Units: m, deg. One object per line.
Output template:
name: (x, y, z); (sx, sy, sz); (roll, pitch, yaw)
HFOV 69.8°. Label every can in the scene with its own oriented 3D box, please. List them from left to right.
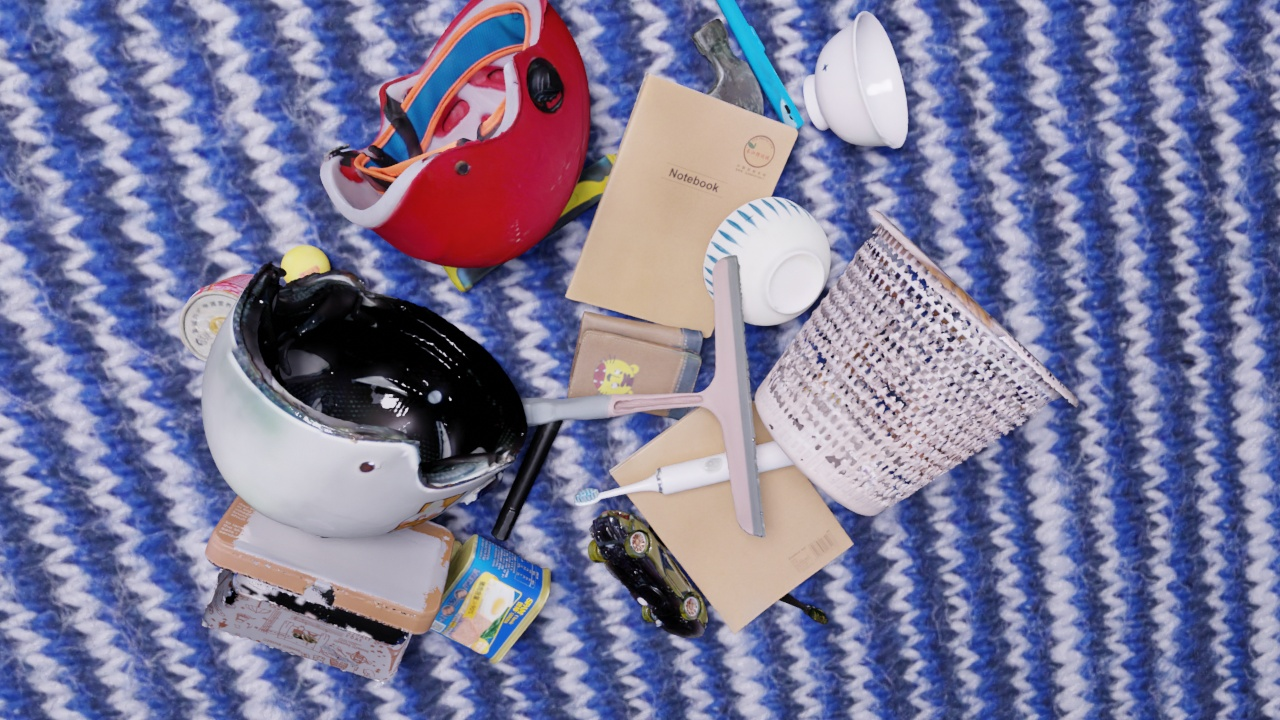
can: (-0.341, -0.035, 0.771); (0.066, 0.093, 0.066); (-1, 102, -7)
can: (-0.146, 0.223, 0.865); (0.083, 0.057, 0.102); (32, 107, -17)

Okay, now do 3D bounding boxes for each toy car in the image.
toy car: (0.009, 0.209, 0.889); (0.158, 0.070, 0.042); (55, 49, -15)

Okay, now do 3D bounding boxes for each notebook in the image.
notebook: (0.035, -0.130, 0.815); (0.147, 0.008, 0.208); (15, 111, -19)
notebook: (0.091, 0.143, 0.882); (0.149, 0.012, 0.211); (-36, 104, 0)

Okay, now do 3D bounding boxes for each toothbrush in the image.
toothbrush: (0.047, 0.105, 0.849); (0.221, 0.026, 0.026); (-12, 139, -5)
toothbrush: (0.101, 0.215, 0.919); (0.212, 0.027, 0.026); (30, 92, -12)

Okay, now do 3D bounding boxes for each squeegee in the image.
squeegee: (-0.022, 0.041, 0.830); (0.250, 0.040, 0.247); (-5, 96, 10)

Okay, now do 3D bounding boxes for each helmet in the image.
helmet: (-0.228, 0.050, 0.729); (0.230, 0.273, 0.157); (46, 103, 13)
helmet: (-0.121, -0.173, 0.729); (0.144, 0.207, 0.239); (44, 66, -38)

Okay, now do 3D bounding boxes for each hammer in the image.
hammer: (-0.033, -0.160, 0.817); (0.323, 0.032, 0.126); (-33, 104, 1)

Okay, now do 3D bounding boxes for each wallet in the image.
wallet: (-0.005, 0.005, 0.855); (0.115, 0.033, 0.090); (11, 110, -7)

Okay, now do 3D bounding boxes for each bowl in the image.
bowl: (0.122, -0.080, 0.819); (0.116, 0.066, 0.117); (-11, 122, -19)
bowl: (0.183, -0.236, 0.804); (0.065, 0.118, 0.118); (-10, 107, 35)

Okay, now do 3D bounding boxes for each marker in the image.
marker: (-0.109, 0.111, 0.871); (0.020, 0.022, 0.132); (24, 98, -6)

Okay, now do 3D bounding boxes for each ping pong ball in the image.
ping pong ball: (-0.290, -0.080, 0.795); (0.040, 0.040, 0.040); (-2, 102, -7)

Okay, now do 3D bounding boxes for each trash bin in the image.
trash bin: (0.214, 0.017, 0.780); (0.227, 0.227, 0.192); (39, 107, -14)

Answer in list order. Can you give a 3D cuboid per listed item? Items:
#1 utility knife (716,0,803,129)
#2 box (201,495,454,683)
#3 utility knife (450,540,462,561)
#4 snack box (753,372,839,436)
utility knife: (0.087, -0.293, 0.803); (0.018, 0.034, 0.204); (-30, 103, 12)
box: (-0.263, 0.192, 0.767); (0.183, 0.193, 0.157); (21, 98, -9)
utility knife: (-0.215, 0.178, 0.874); (0.206, 0.021, 0.031); (15, 105, -4)
snack box: (0.125, 0.076, 0.892); (0.156, 0.027, 0.077); (-23, 104, -2)
